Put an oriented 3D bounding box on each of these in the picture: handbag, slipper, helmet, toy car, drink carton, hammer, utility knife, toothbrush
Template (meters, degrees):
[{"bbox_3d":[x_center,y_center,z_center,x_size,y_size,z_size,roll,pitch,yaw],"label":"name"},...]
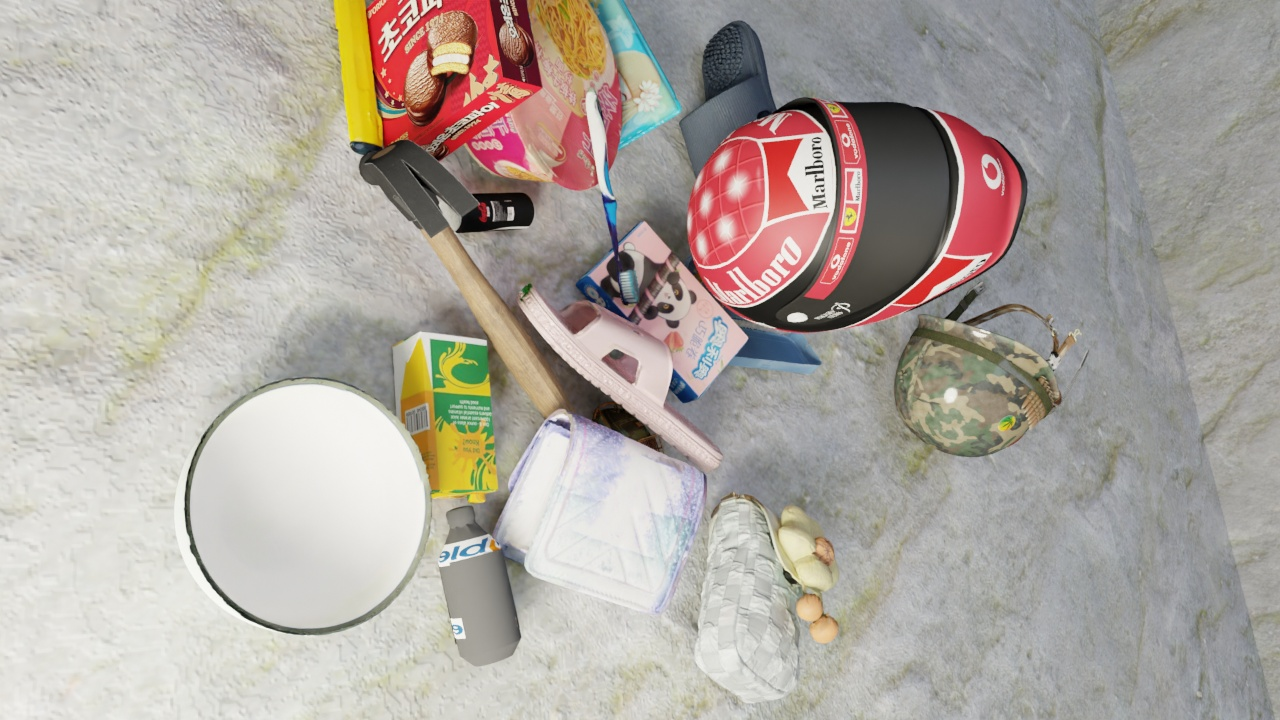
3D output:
[{"bbox_3d":[-0.028,0.122,0.732,0.158,0.069,0.126,29,78,-36],"label":"handbag"},{"bbox_3d":[0.119,0.216,0.829,0.112,0.124,0.171,46,42,-33],"label":"handbag"},{"bbox_3d":[0.091,-0.273,0.998,0.082,0.101,0.263,21,58,-41],"label":"slipper"},{"bbox_3d":[-0.005,0.005,0.782,0.239,0.094,0.064,42,92,-24],"label":"slipper"},{"bbox_3d":[0.439,0.012,1.179,0.224,0.193,0.236,23,91,-31],"label":"helmet"},{"bbox_3d":[-0.005,0.088,0.802,0.047,0.047,0.112,-14,87,-49],"label":"toy car"},{"bbox_3d":[-0.144,0.045,0.677,0.058,0.041,0.122,7,70,-45],"label":"drink carton"},{"bbox_3d":[-0.107,-0.028,0.707,0.040,0.132,0.305,-39,116,-16],"label":"hammer"},{"bbox_3d":[-0.226,-0.267,0.723,0.030,0.019,0.227,2,79,-51],"label":"utility knife"},{"bbox_3d":[-0.024,-0.140,0.792,0.016,0.017,0.189,-34,117,-60],"label":"toothbrush"},{"bbox_3d":[0.162,-0.129,0.826,0.224,0.272,0.197,5,76,-27],"label":"helmet"}]

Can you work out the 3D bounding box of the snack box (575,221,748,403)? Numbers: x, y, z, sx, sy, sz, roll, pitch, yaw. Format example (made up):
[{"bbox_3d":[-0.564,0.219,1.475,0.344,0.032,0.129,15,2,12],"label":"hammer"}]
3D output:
[{"bbox_3d":[0.022,-0.045,0.857,0.154,0.033,0.087,48,61,-9],"label":"snack box"}]

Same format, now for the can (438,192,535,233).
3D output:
[{"bbox_3d":[-0.127,-0.123,0.763,0.080,0.032,0.031,-13,86,-48],"label":"can"}]

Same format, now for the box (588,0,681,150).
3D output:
[{"bbox_3d":[-0.053,-0.323,0.903,0.227,0.097,0.117,59,9,-13],"label":"box"}]

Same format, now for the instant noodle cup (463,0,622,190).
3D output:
[{"bbox_3d":[-0.093,-0.228,0.778,0.178,0.078,0.178,10,79,-59],"label":"instant noodle cup"}]

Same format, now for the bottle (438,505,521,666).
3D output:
[{"bbox_3d":[-0.118,0.160,0.658,0.046,0.047,0.112,-7,81,-47],"label":"bottle"}]

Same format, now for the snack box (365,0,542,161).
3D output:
[{"bbox_3d":[-0.146,-0.237,0.694,0.035,0.152,0.132,-1,77,-46],"label":"snack box"}]

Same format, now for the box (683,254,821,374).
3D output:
[{"bbox_3d":[0.115,-0.045,0.983,0.209,0.047,0.122,6,73,-45],"label":"box"}]

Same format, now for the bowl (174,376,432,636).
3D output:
[{"bbox_3d":[-0.212,0.092,0.565,0.153,0.073,0.153,19,62,-40],"label":"bowl"}]
